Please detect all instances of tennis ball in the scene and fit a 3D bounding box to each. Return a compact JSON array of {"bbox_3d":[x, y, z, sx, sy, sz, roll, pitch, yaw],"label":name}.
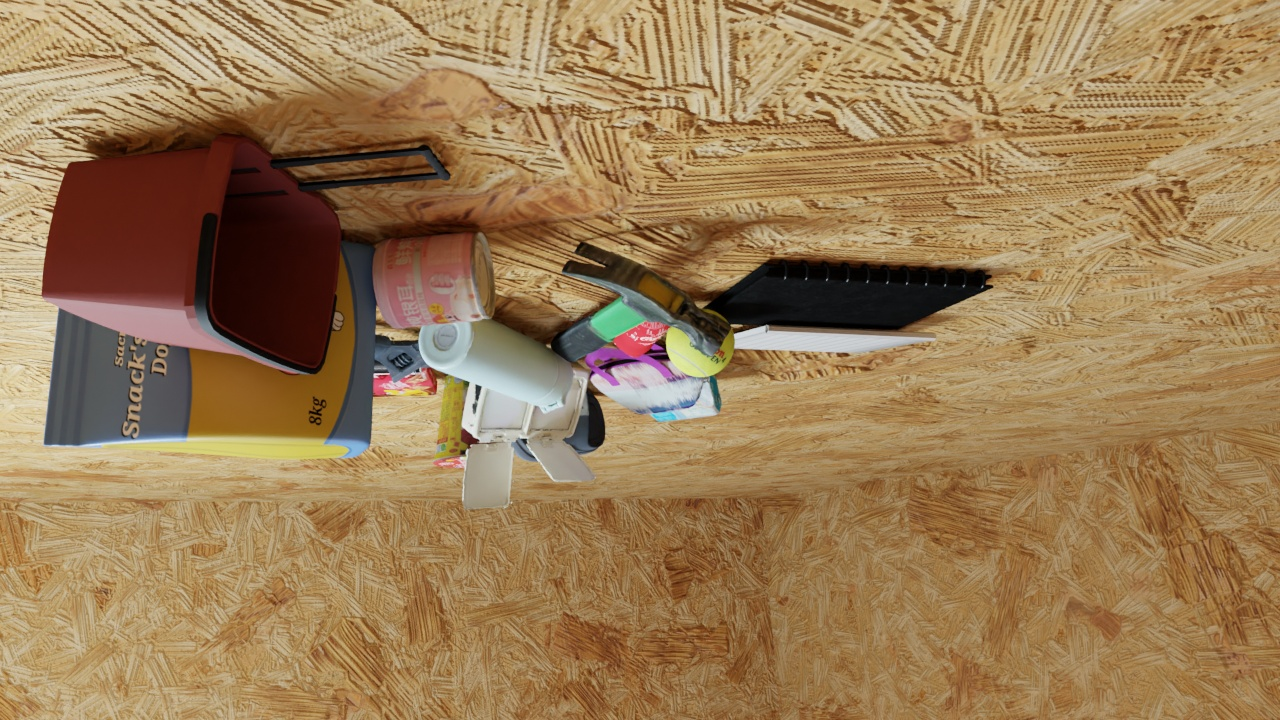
[{"bbox_3d":[0.057,-0.017,0.874,0.065,0.065,0.065,-3,167,-1],"label":"tennis ball"}]

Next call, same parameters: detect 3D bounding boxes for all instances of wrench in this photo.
[{"bbox_3d":[-0.286,-0.020,0.888,0.073,0.022,0.273,-43,145,23],"label":"wrench"}]

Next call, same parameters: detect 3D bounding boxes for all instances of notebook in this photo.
[{"bbox_3d":[0.198,-0.022,1.024,0.209,0.009,0.143,2,174,-21],"label":"notebook"},{"bbox_3d":[0.193,-0.059,0.882,0.231,0.019,0.169,1,168,-17],"label":"notebook"}]

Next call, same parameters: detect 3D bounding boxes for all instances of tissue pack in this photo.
[{"bbox_3d":[0.054,0.041,1.188,0.093,0.061,0.144,-7,169,9],"label":"tissue pack"}]

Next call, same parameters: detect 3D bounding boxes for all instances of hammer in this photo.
[{"bbox_3d":[-0.033,-0.032,0.829,0.130,0.032,0.319,33,165,-11],"label":"hammer"}]

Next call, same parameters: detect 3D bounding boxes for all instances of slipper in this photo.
[{"bbox_3d":[-0.094,0.075,1.206,0.083,0.110,0.268,-12,168,22],"label":"slipper"}]

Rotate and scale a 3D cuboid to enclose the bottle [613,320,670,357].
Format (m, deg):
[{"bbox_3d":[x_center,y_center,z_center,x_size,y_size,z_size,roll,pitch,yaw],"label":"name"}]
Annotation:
[{"bbox_3d":[0.006,-0.038,0.872,0.042,0.042,0.142,0,166,-13],"label":"bottle"}]

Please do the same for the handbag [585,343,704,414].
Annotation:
[{"bbox_3d":[-0.006,0.006,1.043,0.145,0.068,0.170,-10,159,24],"label":"handbag"}]

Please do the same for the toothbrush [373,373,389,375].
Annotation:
[{"bbox_3d":[-0.294,0.003,1.017,0.222,0.026,0.027,-3,147,-3],"label":"toothbrush"}]

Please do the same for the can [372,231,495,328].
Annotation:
[{"bbox_3d":[-0.152,-0.060,0.683,0.076,0.067,0.067,-5,167,3],"label":"can"}]

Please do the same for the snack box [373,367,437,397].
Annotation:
[{"bbox_3d":[-0.294,0.020,1.099,0.089,0.021,0.133,-2,167,-7],"label":"snack box"}]

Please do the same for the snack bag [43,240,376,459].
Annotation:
[{"bbox_3d":[-0.300,-0.011,0.658,0.205,0.159,0.102,4,166,-24],"label":"snack bag"}]

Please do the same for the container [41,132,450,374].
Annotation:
[{"bbox_3d":[-0.224,-0.062,0.554,0.201,0.127,0.148,2,168,7],"label":"container"}]

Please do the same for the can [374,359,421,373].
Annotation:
[{"bbox_3d":[-0.277,-0.002,0.986,0.080,0.031,0.032,-1,167,-11],"label":"can"}]

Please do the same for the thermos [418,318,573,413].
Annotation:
[{"bbox_3d":[-0.138,0.000,0.935,0.065,0.078,0.206,-25,158,17],"label":"thermos"}]

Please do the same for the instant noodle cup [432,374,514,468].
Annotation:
[{"bbox_3d":[-0.210,0.073,1.149,0.100,0.112,0.100,-2,168,-1],"label":"instant noodle cup"}]

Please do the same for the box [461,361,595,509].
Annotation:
[{"bbox_3d":[-0.122,0.087,1.059,0.144,0.186,0.101,1,-174,-38],"label":"box"}]
